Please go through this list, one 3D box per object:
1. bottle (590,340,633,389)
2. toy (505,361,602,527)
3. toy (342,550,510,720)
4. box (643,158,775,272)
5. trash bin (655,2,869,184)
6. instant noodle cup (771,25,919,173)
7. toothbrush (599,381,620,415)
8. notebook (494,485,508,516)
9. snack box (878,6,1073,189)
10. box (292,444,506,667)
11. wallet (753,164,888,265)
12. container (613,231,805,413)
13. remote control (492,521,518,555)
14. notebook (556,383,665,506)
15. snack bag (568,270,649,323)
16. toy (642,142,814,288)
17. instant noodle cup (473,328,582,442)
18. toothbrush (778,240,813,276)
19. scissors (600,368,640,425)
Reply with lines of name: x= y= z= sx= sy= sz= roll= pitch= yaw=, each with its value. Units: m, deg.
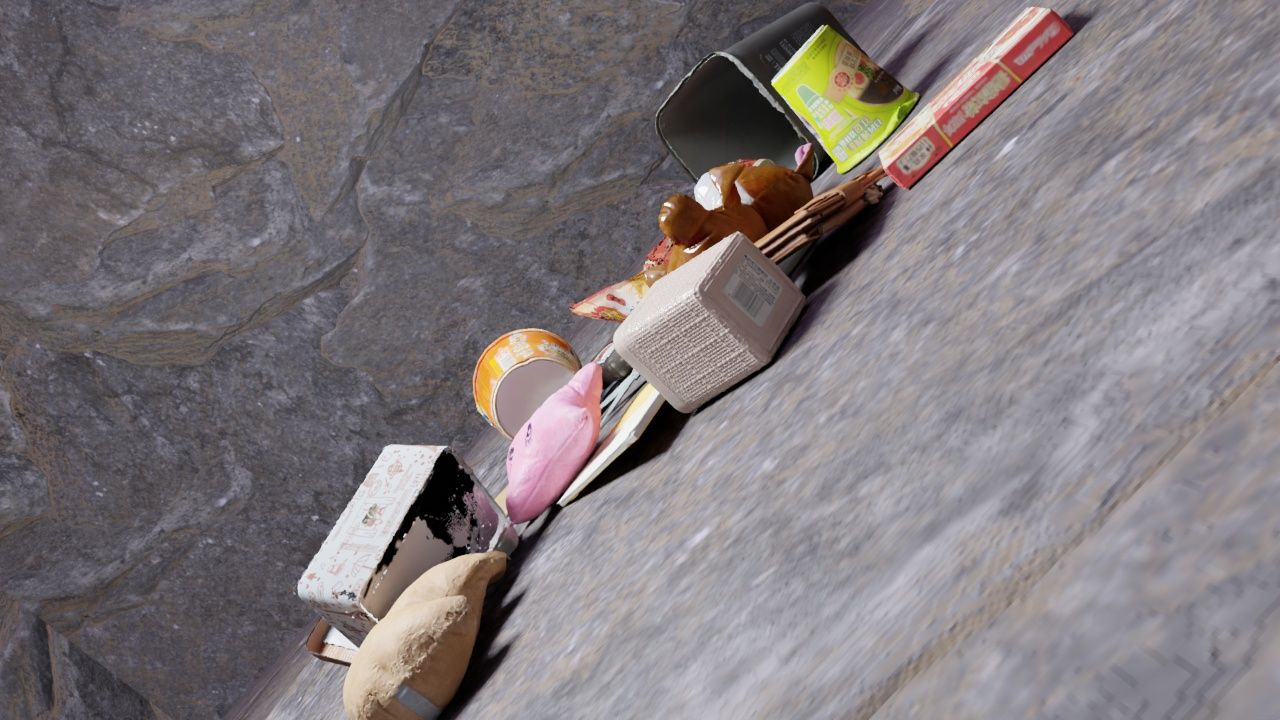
bottle: x=-0.011 y=-0.012 z=1.144 sx=0.079 sy=0.044 sz=0.195 roll=-49 pitch=8 yaw=-22
toy: x=-0.090 y=0.093 z=0.927 sx=0.195 sy=0.074 sz=0.178 roll=-51 pitch=13 yaw=48
toy: x=-0.169 y=0.220 z=0.755 sx=0.143 sy=0.082 sz=0.225 roll=-42 pitch=5 yaw=8
box: x=0.082 y=-0.130 z=0.964 sx=0.168 sy=0.091 sz=0.077 roll=-50 pitch=31 yaw=-14
trash bin: x=0.177 y=-0.331 z=1.193 sx=0.219 sy=0.199 sz=0.199 roll=-45 pitch=6 yaw=-30
instant noodle cup: x=0.205 y=-0.277 z=0.955 sx=0.112 sy=0.123 sz=0.111 roll=-47 pitch=8 yaw=8
toothbrush: x=-0.067 y=0.085 z=1.078 sx=0.180 sy=0.015 sz=0.018 roll=-55 pitch=1 yaw=-38
notebook: x=-0.171 y=0.178 z=1.207 sx=0.211 sy=0.012 sz=0.149 roll=-47 pitch=9 yaw=4
snack box: x=0.246 y=-0.197 z=0.690 sx=0.153 sy=0.025 sz=0.075 roll=-45 pitch=8 yaw=24
box: x=-0.257 y=0.187 z=0.895 sx=0.206 sy=0.158 sz=0.180 roll=-2 pitch=47 yaw=35
wallet: x=0.134 y=-0.107 z=0.739 sx=0.131 sy=0.031 sz=0.108 roll=-35 pitch=2 yaw=-42
container: x=0.055 y=-0.030 z=0.700 sx=0.111 sy=0.090 sz=0.089 roll=-33 pitch=17 yaw=53
remote control: x=-0.180 y=0.231 z=0.942 sx=0.150 sy=0.021 sz=0.058 roll=-49 pitch=14 yaw=-1
notebook: x=-0.005 y=0.051 z=0.832 sx=0.145 sy=0.010 sz=0.207 roll=-54 pitch=3 yaw=-31
snack bag: x=0.011 y=-0.077 z=1.114 sx=0.208 sy=0.128 sz=0.073 roll=-23 pitch=66 yaw=59
toy: x=0.090 y=-0.126 z=0.859 sx=0.199 sy=0.130 sz=0.140 roll=-33 pitch=-22 yaw=-30
instant noodle cup: x=-0.137 y=0.042 z=1.181 sx=0.151 sy=0.151 sz=0.111 roll=-48 pitch=19 yaw=0
toothbrush: x=0.115 y=-0.069 z=0.811 sx=0.189 sy=0.020 sz=0.029 roll=-50 pitch=-35 yaw=-20
scissors: x=-0.002 y=0.011 z=1.021 sx=0.166 sy=0.014 sz=0.163 roll=-4 pitch=61 yaw=62
